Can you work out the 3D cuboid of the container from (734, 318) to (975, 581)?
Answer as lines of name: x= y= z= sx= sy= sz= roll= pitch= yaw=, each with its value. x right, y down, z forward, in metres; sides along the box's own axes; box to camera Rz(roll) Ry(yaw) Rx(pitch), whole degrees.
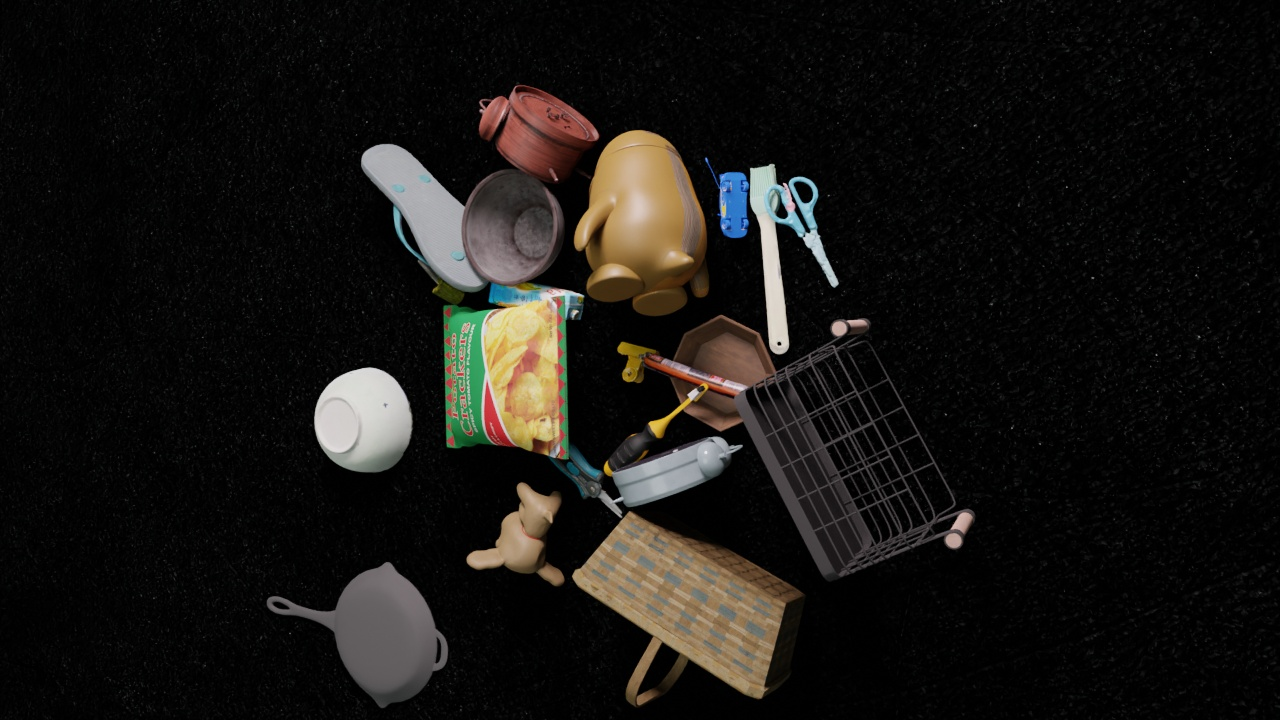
container: x=0.220 y=0.092 z=0.941 sx=0.130 sy=0.162 sz=0.241 roll=-31 pitch=80 yaw=24

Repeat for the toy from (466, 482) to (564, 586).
toy: x=-0.143 y=0.219 z=1.176 sx=0.108 sy=0.134 sz=0.105 roll=-66 pitch=24 yaw=14

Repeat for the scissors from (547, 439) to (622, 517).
scissors: x=-0.079 y=0.147 z=1.179 sx=0.138 sy=0.019 sz=0.129 roll=-2 pitch=100 yaw=34

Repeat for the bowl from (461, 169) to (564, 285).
bowl: x=-0.152 y=-0.167 z=1.176 sx=0.145 sy=0.067 sz=0.145 roll=1 pitch=92 yaw=27

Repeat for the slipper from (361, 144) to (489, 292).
slipper: x=-0.282 y=-0.188 z=1.241 sx=0.268 sy=0.098 sz=0.055 roll=52 pitch=145 yaw=18

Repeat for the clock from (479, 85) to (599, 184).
clock: x=-0.131 y=-0.285 z=1.135 sx=0.157 sy=0.120 sz=0.072 roll=40 pitch=116 yaw=12

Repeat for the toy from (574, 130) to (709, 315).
toy: x=-0.003 y=-0.169 z=1.065 sx=0.163 sy=0.198 sz=0.203 roll=-25 pitch=60 yaw=42

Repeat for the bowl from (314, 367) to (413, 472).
bowl: x=-0.409 y=0.089 z=1.315 sx=0.154 sy=0.072 sz=0.153 roll=2 pitch=93 yaw=28

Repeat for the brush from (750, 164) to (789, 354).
brush: x=0.151 y=-0.115 z=1.057 sx=0.033 sy=0.012 sz=0.217 roll=-5 pitch=91 yaw=26

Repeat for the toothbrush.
toothbrush: x=0.017 y=0.085 z=1.105 sx=0.197 sy=0.030 sz=0.031 roll=-44 pitch=69 yaw=34

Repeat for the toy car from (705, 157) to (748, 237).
toy car: x=0.096 y=-0.191 z=1.076 sx=0.062 sy=0.033 sz=0.092 roll=16 pitch=110 yaw=58

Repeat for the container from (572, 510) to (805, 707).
container: x=0.048 y=0.303 z=1.049 sx=0.250 sy=0.157 sz=0.186 roll=27 pitch=93 yaw=24

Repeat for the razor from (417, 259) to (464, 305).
razor: x=-0.280 y=-0.115 z=1.255 sx=0.026 sy=0.042 sz=0.106 roll=-52 pitch=47 yaw=7

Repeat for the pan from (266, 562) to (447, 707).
pan: x=-0.435 y=0.398 z=1.366 sx=0.355 sy=0.024 sz=0.216 roll=6 pitch=94 yaw=27

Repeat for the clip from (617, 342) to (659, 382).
clip: x=-0.008 y=0.004 z=1.128 sx=0.053 sy=0.039 sz=0.047 roll=15 pitch=91 yaw=24

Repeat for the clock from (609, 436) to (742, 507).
clock: x=0.043 y=0.125 z=1.062 sx=0.159 sy=0.122 sz=0.045 roll=-20 pitch=87 yaw=13

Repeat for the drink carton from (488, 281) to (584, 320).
drink carton: x=-0.134 y=-0.079 z=1.184 sx=0.129 sy=0.044 sz=0.038 roll=14 pitch=98 yaw=27

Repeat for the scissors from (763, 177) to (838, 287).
scissors: x=0.193 y=-0.144 z=1.033 sx=0.063 sy=0.015 sz=0.138 roll=-29 pitch=89 yaw=2

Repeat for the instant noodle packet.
instant noodle packet: x=-0.179 y=0.022 z=1.178 sx=0.253 sy=0.090 sz=0.195 roll=0 pitch=91 yaw=44

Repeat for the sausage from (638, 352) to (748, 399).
sausage: x=0.064 y=0.020 z=1.070 sx=0.155 sy=0.020 sz=0.020 roll=19 pitch=100 yaw=25

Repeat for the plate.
plate: x=0.099 y=0.015 z=1.079 sx=0.131 sy=0.025 sz=0.131 roll=1 pitch=92 yaw=27
